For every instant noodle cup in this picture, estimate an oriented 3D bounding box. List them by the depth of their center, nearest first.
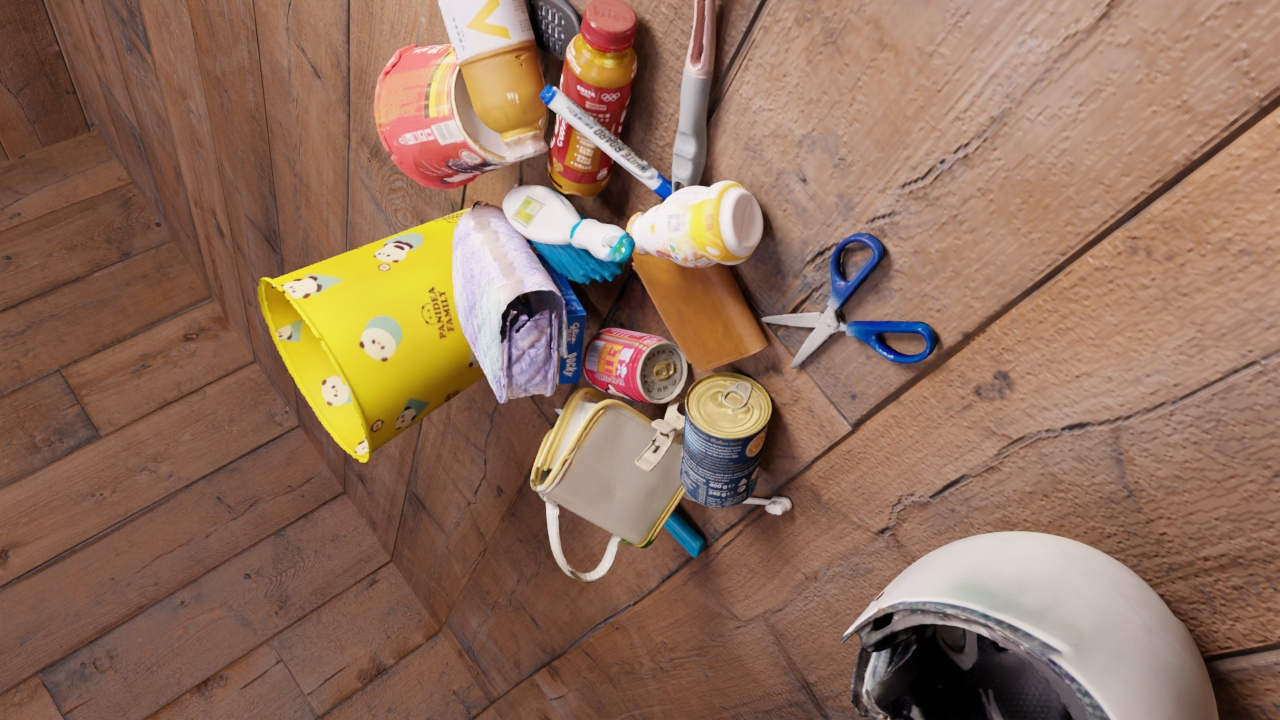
[{"bbox_3d":[-0.159,-0.230,0.851,0.109,0.137,0.138,6,124,46],"label":"instant noodle cup"}]

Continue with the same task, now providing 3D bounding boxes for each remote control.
[{"bbox_3d":[-0.086,-0.294,0.776,0.136,0.024,0.053,41,145,32],"label":"remote control"}]

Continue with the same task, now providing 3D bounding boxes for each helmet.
[{"bbox_3d":[0.264,0.214,0.597,0.230,0.156,0.274,20,145,46],"label":"helmet"}]

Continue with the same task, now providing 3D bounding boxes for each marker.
[{"bbox_3d":[-0.019,-0.169,0.733,0.145,0.016,0.017,35,159,-22],"label":"marker"}]

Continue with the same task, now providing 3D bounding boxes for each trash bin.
[{"bbox_3d":[-0.268,-0.045,1.067,0.229,0.254,0.230,39,147,32],"label":"trash bin"}]

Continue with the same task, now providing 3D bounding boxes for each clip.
[{"bbox_3d":[0.030,0.067,0.874,0.034,0.099,0.071,30,116,12],"label":"clip"}]

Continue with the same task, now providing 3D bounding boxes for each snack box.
[{"bbox_3d":[-0.095,-0.054,0.958,0.157,0.026,0.085,-123,33,-48],"label":"snack box"}]

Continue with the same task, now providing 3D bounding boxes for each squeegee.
[{"bbox_3d":[0.038,-0.211,0.652,0.248,0.040,0.250,26,147,18],"label":"squeegee"}]

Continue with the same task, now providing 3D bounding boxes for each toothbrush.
[{"bbox_3d":[0.092,0.144,0.941,0.180,0.016,0.016,-6,110,59],"label":"toothbrush"}]

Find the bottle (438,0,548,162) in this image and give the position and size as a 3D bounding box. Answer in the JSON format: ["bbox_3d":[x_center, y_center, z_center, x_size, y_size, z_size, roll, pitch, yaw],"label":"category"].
[{"bbox_3d":[-0.121,-0.261,0.761,0.068,0.067,0.189,9,120,55],"label":"bottle"}]

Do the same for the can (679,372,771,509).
[{"bbox_3d":[0.075,0.076,0.838,0.075,0.075,0.111,40,147,30],"label":"can"}]

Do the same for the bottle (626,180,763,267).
[{"bbox_3d":[0.039,-0.103,0.713,0.109,0.063,0.063,0,119,43],"label":"bottle"}]

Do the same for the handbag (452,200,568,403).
[{"bbox_3d":[-0.131,-0.057,0.907,0.194,0.075,0.134,-126,33,-48],"label":"handbag"}]

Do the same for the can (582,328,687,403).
[{"bbox_3d":[-0.005,0.005,0.903,0.094,0.066,0.066,13,129,52],"label":"can"}]

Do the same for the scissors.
[{"bbox_3d":[0.152,-0.029,0.681,0.164,0.012,0.163,39,148,32],"label":"scissors"}]

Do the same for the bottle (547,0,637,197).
[{"bbox_3d":[-0.039,-0.211,0.751,0.057,0.057,0.175,48,150,17],"label":"bottle"}]

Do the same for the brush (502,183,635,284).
[{"bbox_3d":[-0.050,-0.102,0.781,0.109,0.060,0.314,38,179,-35],"label":"brush"}]

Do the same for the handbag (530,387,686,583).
[{"bbox_3d":[-0.042,0.134,0.937,0.163,0.178,0.063,36,172,-36],"label":"handbag"}]

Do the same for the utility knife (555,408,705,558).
[{"bbox_3d":[-0.014,0.137,1.061,0.238,0.018,0.034,44,153,6],"label":"utility knife"}]

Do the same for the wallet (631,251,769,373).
[{"bbox_3d":[0.043,-0.054,0.802,0.130,0.035,0.119,61,152,-3],"label":"wallet"}]
